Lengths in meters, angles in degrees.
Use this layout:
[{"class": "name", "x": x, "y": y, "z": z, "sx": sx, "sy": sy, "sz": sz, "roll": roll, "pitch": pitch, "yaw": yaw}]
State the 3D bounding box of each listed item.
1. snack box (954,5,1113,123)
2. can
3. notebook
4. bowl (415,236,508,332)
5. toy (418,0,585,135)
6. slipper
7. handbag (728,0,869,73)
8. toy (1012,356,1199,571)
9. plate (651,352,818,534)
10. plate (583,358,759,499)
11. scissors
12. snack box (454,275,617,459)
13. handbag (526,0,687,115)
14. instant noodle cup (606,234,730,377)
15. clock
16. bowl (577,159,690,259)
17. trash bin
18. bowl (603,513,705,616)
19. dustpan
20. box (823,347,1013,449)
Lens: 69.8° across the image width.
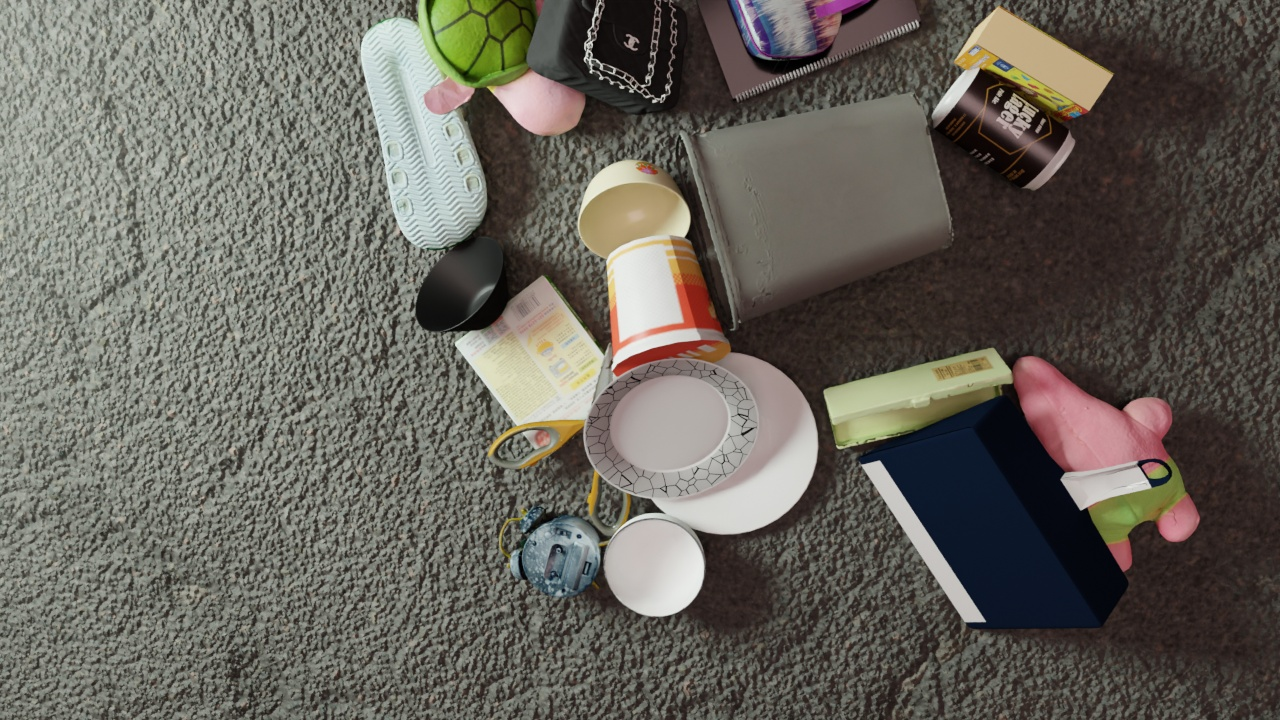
[{"class": "snack box", "x": 0.388, "y": -0.292, "z": 0.914, "sx": 0.126, "sy": 0.088, "sz": 0.040, "roll": 32, "pitch": 99, "yaw": 2}, {"class": "can", "x": 0.366, "y": -0.235, "z": 0.933, "sx": 0.128, "sy": 0.072, "sz": 0.072, "roll": 35, "pitch": 99, "yaw": 1}, {"class": "notebook", "x": 0.170, "y": -0.381, "z": 0.966, "sx": 0.207, "sy": 0.016, "sz": 0.149, "roll": -20, "pitch": 93, "yaw": 9}, {"class": "bowl", "x": -0.184, "y": -0.071, "z": 1.016, "sx": 0.124, "sy": 0.124, "sz": 0.052, "roll": -38, "pitch": 135, "yaw": 9}, {"class": "toy", "x": -0.152, "y": -0.332, "z": 0.947, "sx": 0.189, "sy": 0.088, "sz": 0.238, "roll": -48, "pitch": 116, "yaw": -24}, {"class": "slipper", "x": -0.233, "y": -0.244, "z": 0.999, "sx": 0.104, "sy": 0.074, "sz": 0.245, "roll": -14, "pitch": 105, "yaw": 0}, {"class": "handbag", "x": 0.179, "y": -0.384, "z": 0.931, "sx": 0.170, "sy": 0.068, "sz": 0.144, "roll": -22, "pitch": 91, "yaw": 2}, {"class": "toy", "x": 0.463, "y": 0.097, "z": 0.956, "sx": 0.192, "sy": 0.096, "sz": 0.236, "roll": -34, "pitch": 82, "yaw": 13}, {"class": "plate", "x": 0.094, "y": 0.093, "z": 1.033, "sx": 0.209, "sy": 0.015, "sz": 0.208, "roll": 1, "pitch": 98, "yaw": 7}, {"class": "plate", "x": 0.033, "y": 0.072, "z": 0.989, "sx": 0.188, "sy": 0.016, "sz": 0.189, "roll": -3, "pitch": 123, "yaw": -5}, {"class": "scissors", "x": -0.066, "y": 0.089, "z": 1.027, "sx": 0.225, "sy": 0.016, "sz": 0.225, "roll": 4, "pitch": 102, "yaw": 0}, {"class": "snack box", "x": -0.108, "y": 0.008, "z": 1.041, "sx": 0.132, "sy": 0.027, "sz": 0.168, "roll": -36, "pitch": 93, "yaw": 10}, {"class": "handbag", "x": -0.017, "y": -0.328, "z": 0.919, "sx": 0.153, "sy": 0.115, "sz": 0.125, "roll": 12, "pitch": 90, "yaw": -33}, {"class": "instant noodle cup", "x": 0.021, "y": -0.057, "z": 0.966, "sx": 0.123, "sy": 0.123, "sz": 0.121, "roll": -13, "pitch": 74, "yaw": 8}, {"class": "clock", "x": -0.102, "y": 0.219, "z": 1.055, "sx": 0.129, "sy": 0.052, "sz": 0.090, "roll": 16, "pitch": 99, "yaw": 4}, {"class": "bowl", "x": -0.009, "y": -0.171, "z": 0.979, "sx": 0.118, "sy": 0.118, "sz": 0.074, "roll": -12, "pitch": 53, "yaw": 8}, {"class": "trash bin", "x": 0.167, "y": -0.155, "z": 0.915, "sx": 0.220, "sy": 0.197, "sz": 0.197, "roll": -16, "pitch": 95, "yaw": 2}, {"class": "bowl", "x": 0.018, "y": 0.224, "z": 1.035, "sx": 0.113, "sy": 0.063, "sz": 0.113, "roll": 1, "pitch": 97, "yaw": 7}, {"class": "dustpan", "x": 0.395, "y": 0.151, "z": 0.934, "sx": 0.080, "sy": 0.274, "sz": 0.236, "roll": -35, "pitch": 93, "yaw": -31}, {"class": "box", "x": 0.296, "y": 0.049, "z": 0.985, "sx": 0.188, "sy": 0.091, "sz": 0.083, "roll": -14, "pitch": 119, "yaw": 11}]
